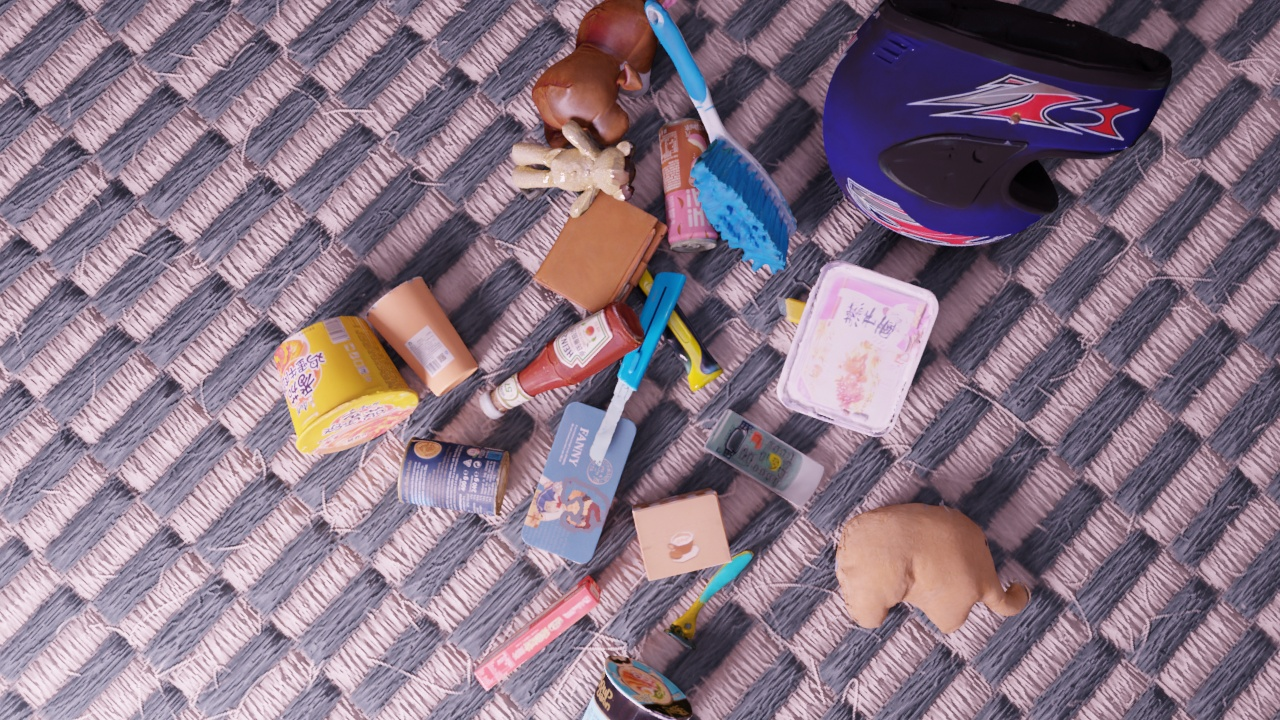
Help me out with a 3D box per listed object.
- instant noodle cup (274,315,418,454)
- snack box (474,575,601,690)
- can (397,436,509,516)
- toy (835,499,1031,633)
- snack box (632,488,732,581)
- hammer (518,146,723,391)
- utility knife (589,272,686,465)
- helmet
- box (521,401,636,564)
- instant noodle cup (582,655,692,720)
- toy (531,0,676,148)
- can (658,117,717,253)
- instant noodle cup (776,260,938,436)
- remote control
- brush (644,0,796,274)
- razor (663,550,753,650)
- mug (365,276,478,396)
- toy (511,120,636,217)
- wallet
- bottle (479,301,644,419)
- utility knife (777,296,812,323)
[{"bbox_3d":[-0.332,0.024,1.015,0.138,0.138,0.109,-29,75,-2],"label":"instant noodle cup"},{"bbox_3d":[-0.111,0.298,1.011,0.153,0.075,0.025,-37,87,-3],"label":"snack box"},{"bbox_3d":[-0.206,0.130,1.028,0.111,0.075,0.075,8,85,1],"label":"can"},{"bbox_3d":[0.329,0.227,1.016,0.226,0.082,0.143,4,89,-2],"label":"toy"},{"bbox_3d":[0.044,0.190,1.010,0.093,0.094,0.077,-13,85,-1],"label":"snack box"},{"bbox_3d":[-0.005,-0.111,1.071,0.126,0.032,0.323,-34,85,-2],"label":"hammer"},{"bbox_3d":[-0.006,0.006,1.021,0.034,0.018,0.236,21,78,4],"label":"utility knife"},{"bbox_3d":[0.351,-0.241,0.973,0.315,0.246,0.241,17,128,8],"label":"helmet"},{"bbox_3d":[-0.065,0.131,1.035,0.090,0.061,0.184,17,87,1],"label":"box"},{"bbox_3d":[-0.020,0.402,0.993,0.111,0.111,0.120,30,94,3],"label":"instant noodle cup"},{"bbox_3d":[-0.036,-0.336,1.052,0.140,0.130,0.199,8,70,39],"label":"toy"},{"bbox_3d":[0.055,-0.202,1.066,0.058,0.058,0.147,-5,85,0],"label":"can"},{"bbox_3d":[0.239,-0.015,1.033,0.138,0.060,0.173,19,97,2],"label":"instant noodle cup"},{"bbox_3d":[0.143,0.112,1.054,0.135,0.019,0.056,32,85,3],"label":"remote control"},{"bbox_3d":[0.081,-0.243,1.017,0.314,0.061,0.109,49,54,-22],"label":"brush"},{"bbox_3d":[0.081,0.265,1.036,0.043,0.028,0.132,39,89,-19],"label":"razor"},{"bbox_3d":[-0.244,-0.024,1.046,0.078,0.078,0.123,-38,90,-3],"label":"mug"},{"bbox_3d":[-0.077,-0.214,1.023,0.157,0.066,0.105,9,106,23],"label":"toy"},{"bbox_3d":[-0.044,-0.122,1.041,0.108,0.031,0.131,29,86,7],"label":"wallet"},{"bbox_3d":[-0.092,0.005,1.024,0.206,0.059,0.060,-30,85,19],"label":"bottle"},{"bbox_3d":[0.236,-0.044,1.070,0.164,0.015,0.033,17,88,2],"label":"utility knife"}]
